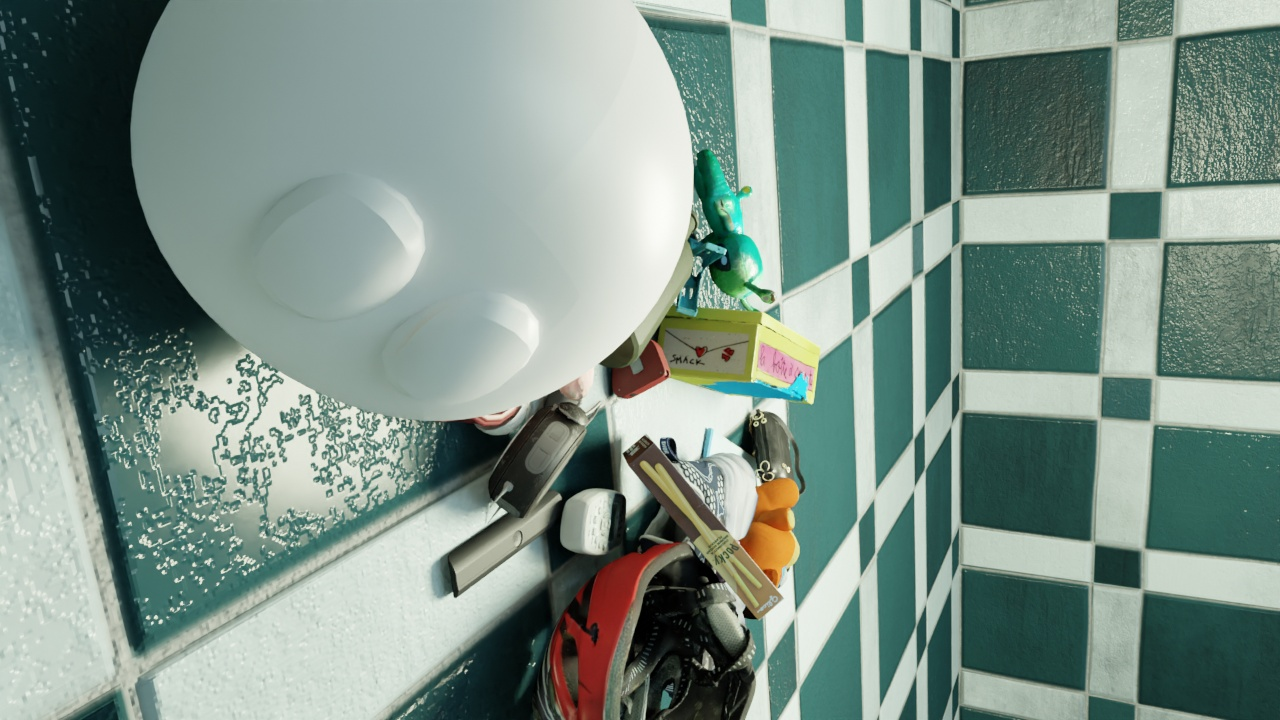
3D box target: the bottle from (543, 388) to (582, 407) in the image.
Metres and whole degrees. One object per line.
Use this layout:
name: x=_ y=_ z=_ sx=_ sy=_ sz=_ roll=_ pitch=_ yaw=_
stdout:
bottle: x=-0.070 y=0.046 z=0.792 sx=0.030 sy=0.030 sz=0.112 roll=48 pitch=51 yaw=-53

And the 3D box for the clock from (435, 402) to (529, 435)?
clock: x=-0.118 y=0.003 z=0.680 sx=0.137 sy=0.048 sz=0.096 roll=25 pitch=71 yaw=-59

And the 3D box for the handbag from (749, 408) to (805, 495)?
handbag: x=0.175 y=0.122 z=1.211 sx=0.079 sy=0.054 sz=0.128 roll=50 pitch=28 yaw=-45

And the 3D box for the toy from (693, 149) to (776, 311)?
toy: x=0.100 y=-0.137 z=1.001 sx=0.131 sy=0.072 sz=0.193 roll=103 pitch=-29 yaw=-78

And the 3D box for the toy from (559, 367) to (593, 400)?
toy: x=-0.061 y=-0.021 z=0.751 sx=0.108 sy=0.053 sz=0.105 roll=-113 pitch=-167 yaw=-83

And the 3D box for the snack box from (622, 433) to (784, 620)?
snack box: x=0.056 y=0.155 z=0.880 sx=0.186 sy=0.031 sz=0.101 roll=50 pitch=-3 yaw=-3

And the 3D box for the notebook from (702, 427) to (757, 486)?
notebook: x=0.099 y=0.228 z=1.144 sx=0.181 sy=0.009 sz=0.253 roll=35 pitch=62 yaw=-57

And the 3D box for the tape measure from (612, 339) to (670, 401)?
tape measure: x=-0.005 y=0.005 z=0.893 sx=0.019 sy=0.059 sz=0.051 roll=23 pitch=42 yaw=-60

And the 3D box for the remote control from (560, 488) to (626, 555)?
remote control: x=-0.041 y=0.147 z=0.838 sx=0.114 sy=0.028 sz=0.060 roll=28 pitch=69 yaw=-72

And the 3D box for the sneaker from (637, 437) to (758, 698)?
sneaker: x=0.042 y=0.219 z=0.972 sx=0.132 sy=0.103 sz=0.269 roll=23 pitch=71 yaw=-45

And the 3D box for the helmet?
helmet: x=0.003 y=0.287 z=0.799 sx=0.217 sy=0.167 sz=0.271 roll=64 pitch=27 yaw=-18

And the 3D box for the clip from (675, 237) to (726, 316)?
clip: x=0.059 y=-0.107 z=0.954 sx=0.103 sy=0.027 sz=0.120 roll=-63 pitch=-168 yaw=13

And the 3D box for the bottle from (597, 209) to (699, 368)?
bottle: x=0.006 y=-0.081 z=0.879 sx=0.206 sy=0.072 sz=0.071 roll=-58 pitch=140 yaw=-42

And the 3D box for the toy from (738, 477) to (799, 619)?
toy: x=0.139 y=0.225 z=1.107 sx=0.096 sy=0.112 sz=0.175 roll=36 pitch=51 yaw=-9

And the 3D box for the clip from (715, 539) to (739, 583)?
clip: x=0.086 y=0.200 z=0.948 sx=0.050 sy=0.014 sz=0.045 roll=-48 pitch=115 yaw=-38

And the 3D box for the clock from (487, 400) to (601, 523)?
clock: x=-0.081 y=0.073 z=0.722 sx=0.122 sy=0.044 sz=0.091 roll=-54 pitch=178 yaw=-22

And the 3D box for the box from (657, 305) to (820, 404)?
box: x=0.116 y=-0.003 z=1.040 sx=0.220 sy=0.125 sz=0.080 roll=14 pitch=82 yaw=-60

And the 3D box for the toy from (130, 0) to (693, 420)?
toy: x=-0.112 y=-0.109 z=0.480 sx=0.263 sy=0.266 sz=0.280 roll=44 pitch=24 yaw=-36

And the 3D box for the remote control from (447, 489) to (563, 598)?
remote control: x=-0.108 y=0.146 z=0.745 sx=0.146 sy=0.015 sz=0.033 roll=-29 pitch=117 yaw=-58
